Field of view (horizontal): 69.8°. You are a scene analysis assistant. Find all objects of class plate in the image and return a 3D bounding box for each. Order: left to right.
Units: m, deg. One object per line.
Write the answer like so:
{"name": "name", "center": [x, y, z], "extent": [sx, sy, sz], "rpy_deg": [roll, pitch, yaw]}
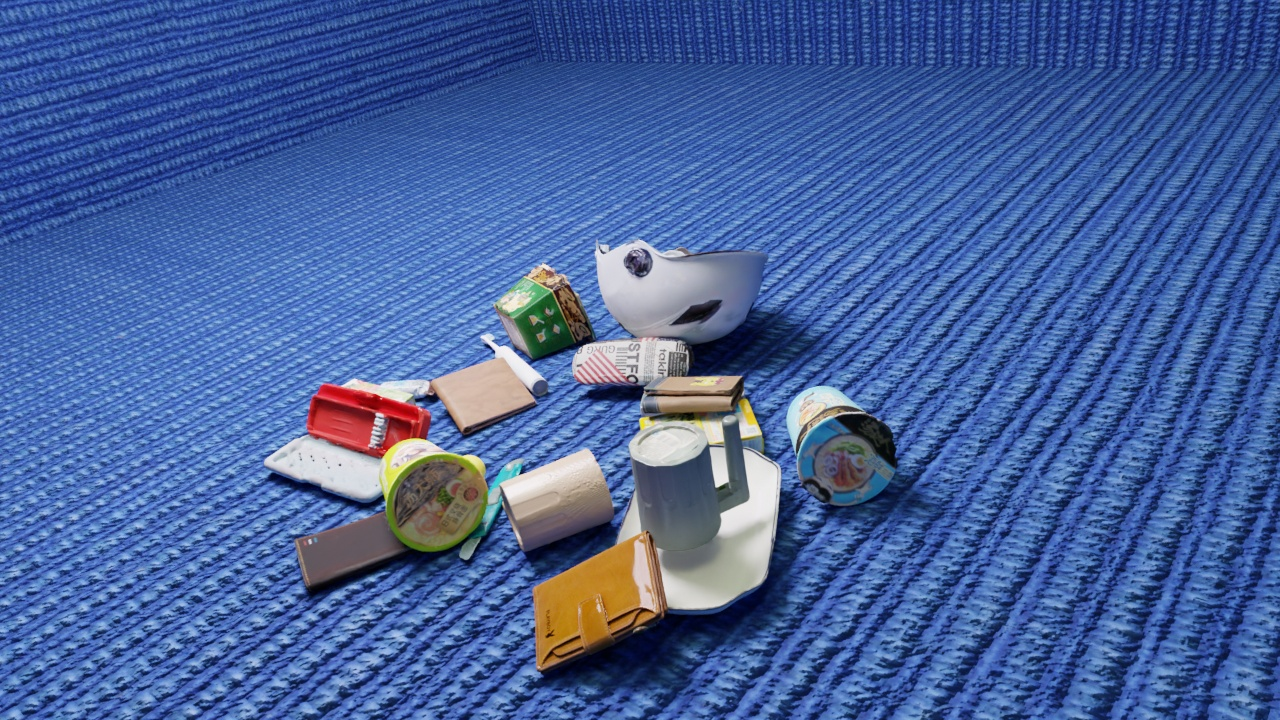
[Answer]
{"name": "plate", "center": [0.063, 0.176, 0.959], "extent": [0.162, 0.034, 0.265], "rpy_deg": [-2, 29, 13]}

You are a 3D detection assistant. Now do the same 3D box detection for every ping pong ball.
{"name": "ping pong ball", "center": [-0.207, 0.134, 1.108], "extent": [0.040, 0.040, 0.040], "rpy_deg": [-7, 28, 4]}

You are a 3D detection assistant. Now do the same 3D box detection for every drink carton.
{"name": "drink carton", "center": [-0.361, 0.065, 1.268], "extent": [0.123, 0.054, 0.045], "rpy_deg": [11, 34, 31]}

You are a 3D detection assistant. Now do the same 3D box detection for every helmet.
{"name": "helmet", "center": [0.056, -0.093, 1.315], "extent": [0.259, 0.146, 0.228], "rpy_deg": [9, 8, 43]}

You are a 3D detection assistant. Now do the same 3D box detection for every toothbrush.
{"name": "toothbrush", "center": [-0.194, 0.000, 1.367], "extent": [0.026, 0.027, 0.221], "rpy_deg": [-27, 32, -20]}

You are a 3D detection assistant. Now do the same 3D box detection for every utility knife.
{"name": "utility knife", "center": [-0.172, 0.168, 1.064], "extent": [0.029, 0.013, 0.184], "rpy_deg": [-9, 28, 17]}

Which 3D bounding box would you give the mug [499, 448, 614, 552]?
{"name": "mug", "center": [-0.097, 0.152, 1.016], "extent": [0.103, 0.084, 0.125], "rpy_deg": [-19, 6, -15]}

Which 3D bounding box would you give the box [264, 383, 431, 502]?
{"name": "box", "center": [-0.375, 0.109, 1.190], "extent": [0.201, 0.069, 0.157], "rpy_deg": [11, 59, 30]}

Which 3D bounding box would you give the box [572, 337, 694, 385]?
{"name": "box", "center": [-0.007, 0.007, 1.271], "extent": [0.162, 0.086, 0.075], "rpy_deg": [-4, 72, 14]}

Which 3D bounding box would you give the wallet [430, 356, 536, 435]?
{"name": "wallet", "center": [-0.216, 0.046, 1.266], "extent": [0.115, 0.020, 0.101], "rpy_deg": [-23, 53, -26]}

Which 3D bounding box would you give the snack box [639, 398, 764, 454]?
{"name": "snack box", "center": [0.073, 0.091, 1.115], "extent": [0.140, 0.034, 0.086], "rpy_deg": [-9, 28, -3]}

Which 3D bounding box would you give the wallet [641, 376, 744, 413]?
{"name": "wallet", "center": [0.066, 0.042, 1.149], "extent": [0.115, 0.033, 0.090], "rpy_deg": [-1, 16, 19]}

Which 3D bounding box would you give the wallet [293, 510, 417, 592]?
{"name": "wallet", "center": [-0.320, 0.209, 1.030], "extent": [0.122, 0.020, 0.096], "rpy_deg": [-18, 29, -20]}

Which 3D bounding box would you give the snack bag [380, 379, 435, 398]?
{"name": "snack bag", "center": [-0.342, 0.043, 1.330], "extent": [0.105, 0.026, 0.045], "rpy_deg": [-6, 19, 4]}

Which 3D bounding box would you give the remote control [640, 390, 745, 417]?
{"name": "remote control", "center": [0.069, 0.052, 1.200], "extent": [0.135, 0.019, 0.056], "rpy_deg": [-1, 29, 14]}

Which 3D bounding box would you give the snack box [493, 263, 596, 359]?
{"name": "snack box", "center": [-0.154, -0.067, 1.407], "extent": [0.105, 0.117, 0.118], "rpy_deg": [-33, 32, -17]}

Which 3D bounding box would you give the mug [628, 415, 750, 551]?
{"name": "mug", "center": [0.052, 0.117, 0.922], "extent": [0.123, 0.103, 0.084], "rpy_deg": [-22, 30, -20]}

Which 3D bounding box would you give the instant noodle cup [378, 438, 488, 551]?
{"name": "instant noodle cup", "center": [-0.245, 0.142, 1.043], "extent": [0.111, 0.112, 0.123], "rpy_deg": [-21, 20, -21]}

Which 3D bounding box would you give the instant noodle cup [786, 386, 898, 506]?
{"name": "instant noodle cup", "center": [0.212, 0.085, 1.019], "extent": [0.111, 0.111, 0.120], "rpy_deg": [-10, 21, -2]}

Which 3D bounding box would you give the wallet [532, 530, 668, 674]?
{"name": "wallet", "center": [-0.039, 0.230, 0.853], "extent": [0.131, 0.035, 0.119], "rpy_deg": [-28, 30, 11]}
